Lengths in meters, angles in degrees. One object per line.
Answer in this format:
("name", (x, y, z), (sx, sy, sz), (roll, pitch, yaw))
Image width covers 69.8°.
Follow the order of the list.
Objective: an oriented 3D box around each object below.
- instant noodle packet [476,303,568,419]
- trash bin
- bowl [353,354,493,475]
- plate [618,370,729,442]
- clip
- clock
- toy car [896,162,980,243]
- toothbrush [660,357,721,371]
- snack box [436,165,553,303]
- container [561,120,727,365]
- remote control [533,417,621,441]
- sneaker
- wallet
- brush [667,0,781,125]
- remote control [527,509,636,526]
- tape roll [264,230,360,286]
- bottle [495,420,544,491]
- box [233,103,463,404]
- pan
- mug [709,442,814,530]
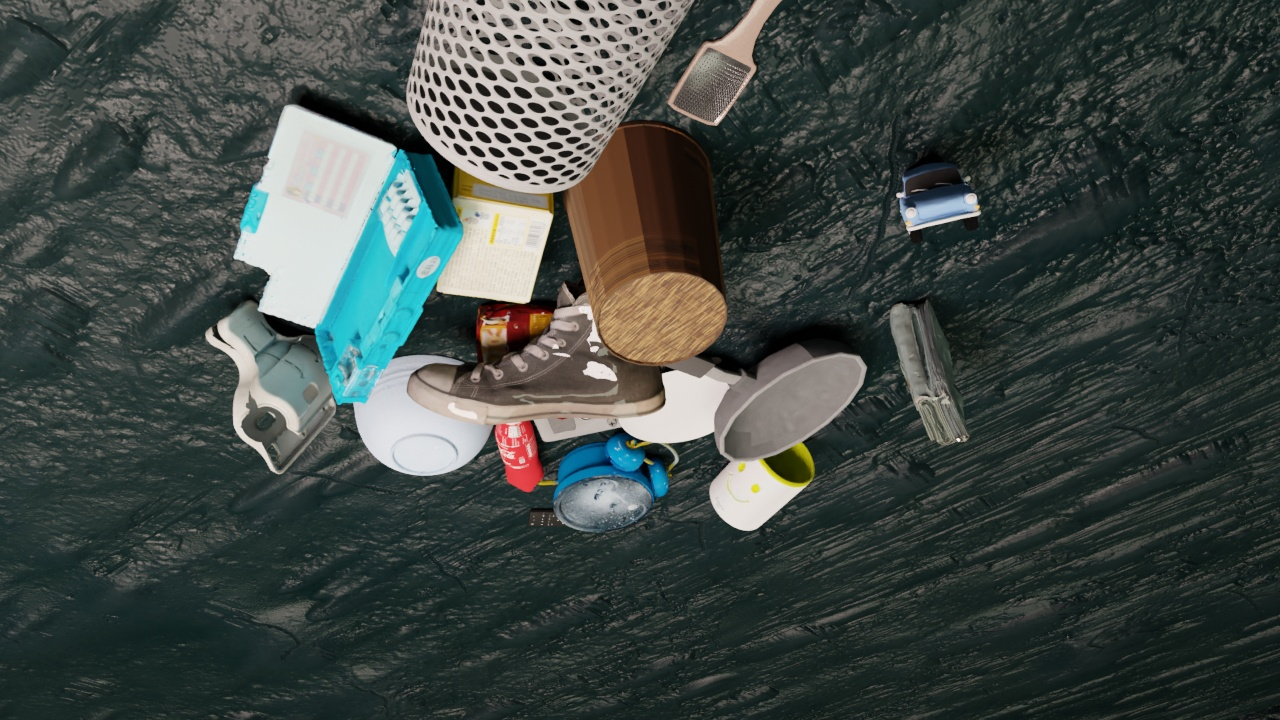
("instant noodle packet", (-0.112, 0.005, 0.909), (0.098, 0.039, 0.136), (0, 119, -5))
("trash bin", (-0.061, -0.223, 0.603), (0.156, 0.156, 0.184), (14, 136, -23))
("bowl", (-0.224, 0.071, 0.956), (0.150, 0.074, 0.151), (-5, 138, -5))
("plate", (0.042, 0.047, 0.989), (0.134, 0.011, 0.135), (-6, 142, -5))
("clip", (-0.324, 0.010, 0.848), (0.105, 0.126, 0.152), (-10, 115, 12))
("clock", (-0.030, 0.141, 1.078), (0.162, 0.060, 0.117), (-26, 134, 17))
("toy car", (0.246, -0.136, 0.768), (0.056, 0.153, 0.055), (-12, 102, 16))
("toothbrush", (-0.006, 0.006, 0.961), (0.185, 0.022, 0.024), (-5, 174, -7))
("snack box", (-0.125, -0.109, 0.782), (0.083, 0.061, 0.106), (7, 136, -16))
("container", (0.006, -0.090, 0.746), (0.132, 0.167, 0.132), (-5, 138, -4))
("remote control", (-0.043, 0.050, 1.004), (0.151, 0.019, 0.074), (-12, 138, 4))
("sneaker", (-0.095, -0.011, 0.831), (0.235, 0.095, 0.120), (-1, 109, 1))
("wallet", (0.294, 0.012, 0.934), (0.054, 0.131, 0.100), (-23, 135, 21))
("brush", (0.075, -0.239, 0.707), (0.049, 0.015, 0.136), (17, 132, -25))
("remote control", (-0.073, 0.202, 1.173), (0.140, 0.009, 0.030), (2, 137, -12))
("tape roll", (-0.288, -0.097, 0.806), (0.093, 0.013, 0.093), (-5, 138, -4))
("bottle", (-0.137, 0.093, 1.019), (0.042, 0.041, 0.142), (-7, 137, -2))
("box", (-0.246, -0.087, 0.772), (0.171, 0.084, 0.228), (41, 127, 2))
("pan", (0.102, 0.020, 0.904), (0.179, 0.041, 0.356), (-43, 148, 19))
("mug", (0.142, 0.141, 1.088), (0.082, 0.082, 0.106), (16, 134, -25))
